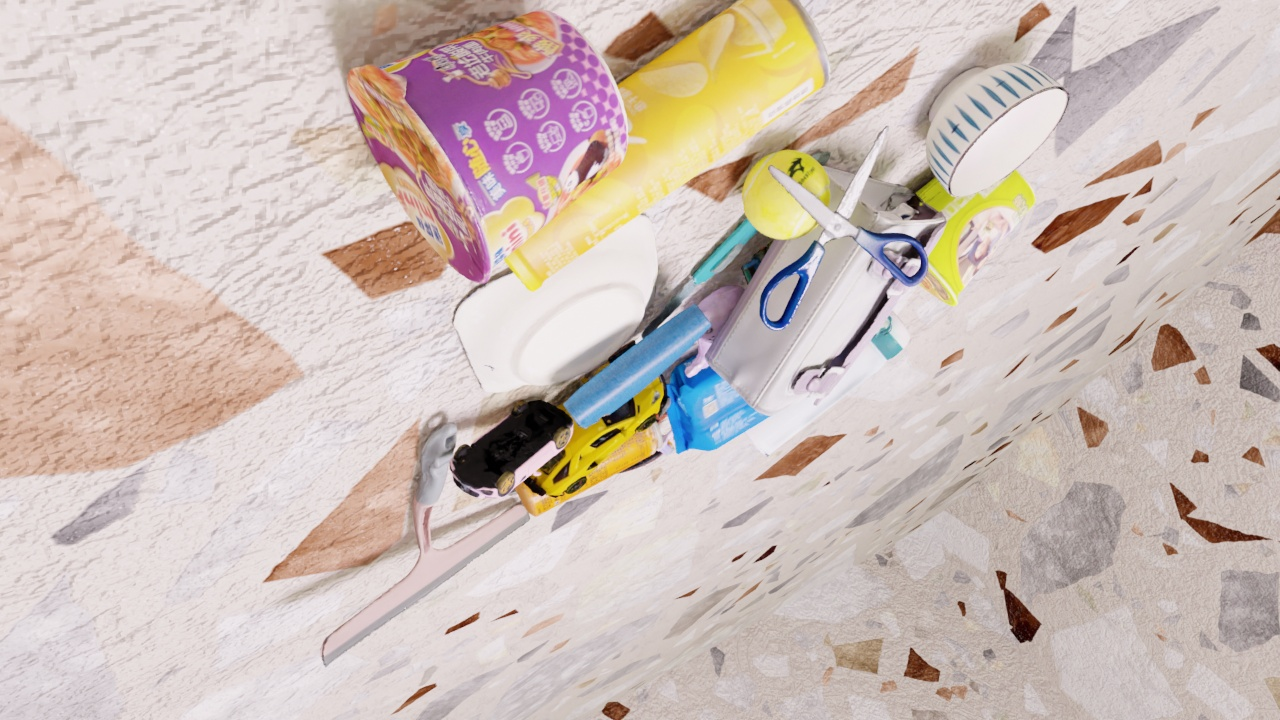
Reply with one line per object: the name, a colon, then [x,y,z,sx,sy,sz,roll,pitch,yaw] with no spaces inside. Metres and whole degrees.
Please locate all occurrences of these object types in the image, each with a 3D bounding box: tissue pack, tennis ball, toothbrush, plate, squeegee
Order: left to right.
squeegee: [-0.184,0.127,0.811,0.246,0.040,0.250,-32,153,-37]
plate: [-0.051,-0.029,0.693,0.163,0.034,0.164,-29,156,-11]
toothbrush: [0.085,0.031,0.981,0.189,0.021,0.029,-47,160,12]
tissue pack: [0.091,0.026,0.929,0.157,0.052,0.095,-29,127,-14]
tennis ball: [0.108,-0.122,0.680,0.065,0.065,0.066,-28,156,-14]

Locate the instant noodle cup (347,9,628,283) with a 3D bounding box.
instant noodle cup: [-0.067,-0.108,0.440,0.099,0.111,0.112,-34,158,-18]

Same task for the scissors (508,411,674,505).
scissors: [-0.044,0.110,0.991,0.227,0.015,0.189,-39,156,13]

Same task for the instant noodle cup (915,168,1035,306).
instant noodle cup: [0.303,-0.134,0.874,0.123,0.111,0.111,-45,155,6]

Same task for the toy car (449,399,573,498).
toy car: [-0.105,0.075,0.762,0.122,0.056,0.037,-38,148,-43]

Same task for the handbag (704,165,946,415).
handbag: [0.164,-0.055,0.785,0.144,0.098,0.197,-12,139,-50]

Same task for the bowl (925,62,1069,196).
bowl: [0.284,-0.199,0.761,0.116,0.066,0.117,-27,155,-14]

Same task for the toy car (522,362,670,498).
toy car: [-0.045,0.057,0.818,0.156,0.071,0.041,-40,160,7]

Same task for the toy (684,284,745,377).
toy: [0.072,-0.031,0.840,0.083,0.039,0.108,-34,156,-10]

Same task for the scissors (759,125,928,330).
scissors: [0.147,-0.089,0.667,0.162,0.012,0.173,11,123,-22]

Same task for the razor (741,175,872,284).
razor: [0.142,-0.116,0.792,0.142,0.022,0.043,-39,151,-2]

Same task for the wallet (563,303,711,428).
wallet: [-0.004,0.004,0.751,0.133,0.040,0.106,-37,179,-3]

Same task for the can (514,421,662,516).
can: [-0.053,0.094,0.892,0.145,0.058,0.058,-27,155,-17]

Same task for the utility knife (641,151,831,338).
utility knife: [0.074,-0.091,0.761,0.223,0.013,0.029,-45,155,23]

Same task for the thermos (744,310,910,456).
thermos: [0.218,0.021,1.097,0.224,0.073,0.073,-40,156,11]

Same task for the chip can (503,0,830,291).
chip can: [0.003,-0.127,0.527,0.213,0.072,0.072,-34,157,1]
